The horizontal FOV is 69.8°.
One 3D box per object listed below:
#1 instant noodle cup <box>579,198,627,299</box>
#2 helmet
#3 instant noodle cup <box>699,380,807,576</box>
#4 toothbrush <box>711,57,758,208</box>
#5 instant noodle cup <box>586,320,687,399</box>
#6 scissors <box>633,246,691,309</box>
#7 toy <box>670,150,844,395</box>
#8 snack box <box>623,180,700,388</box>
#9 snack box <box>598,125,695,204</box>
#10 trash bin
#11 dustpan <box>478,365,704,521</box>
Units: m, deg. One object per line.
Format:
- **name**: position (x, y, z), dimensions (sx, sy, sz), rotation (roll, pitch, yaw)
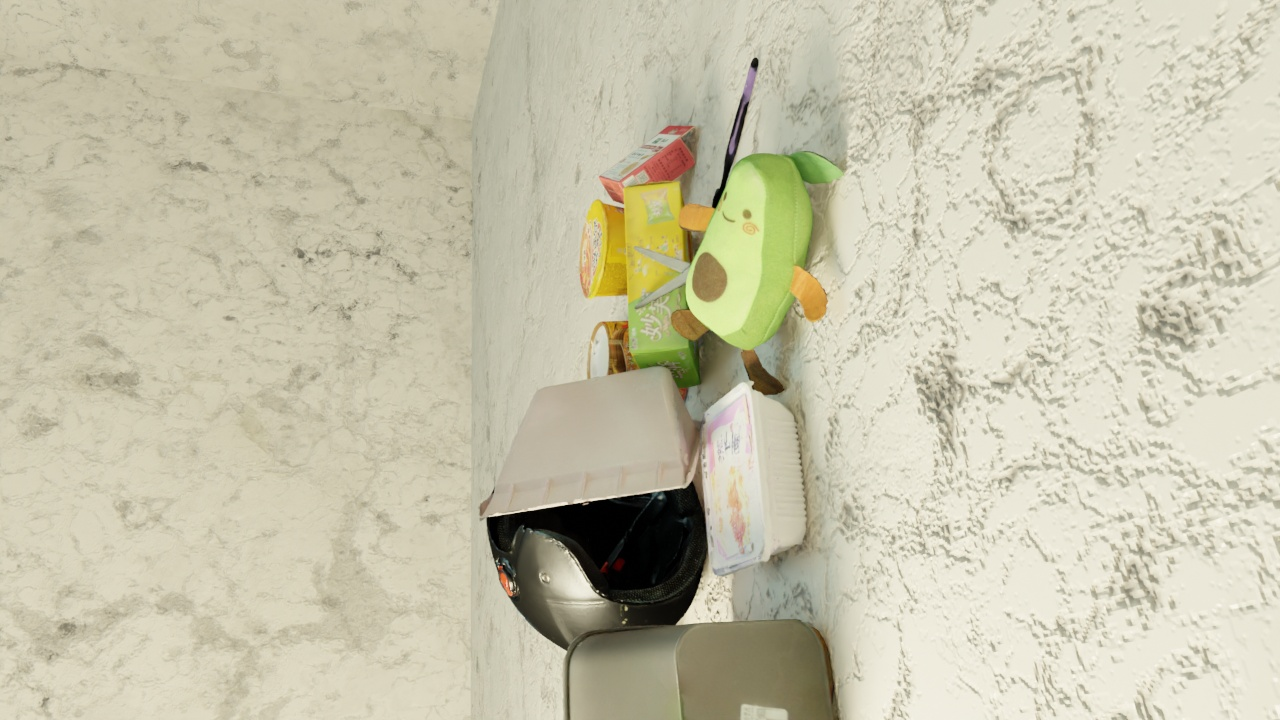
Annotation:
- **instant noodle cup**: position (-0.017, -0.151, 1.282), dimensions (0.138, 0.109, 0.138), rotation (-177, 91, -72)
- **helmet**: position (-0.056, 0.231, 1.103), dimensions (0.275, 0.232, 0.231), rotation (25, 126, 32)
- **instant noodle cup**: position (0.113, 0.120, 0.907), dimensions (0.138, 0.060, 0.173), rotation (131, 140, -63)
- **toothbrush**: position (0.109, -0.258, 1.069), dimensions (0.016, 0.014, 0.189), rotation (-93, 15, -61)
- **instant noodle cup**: position (-0.007, 0.007, 1.223), dimensions (0.138, 0.108, 0.138), rotation (-177, 91, -73)
- **scissors**: position (0.072, -0.098, 0.995), dimensions (0.162, 0.176, 0.012), rotation (-52, -22, 3)
- **toy**: position (0.103, -0.092, 0.894), dimensions (0.227, 0.089, 0.247), rotation (41, 131, 38)
- **snack box**: position (0.028, -0.086, 1.102), dimensions (0.158, 0.070, 0.209), rotation (63, -157, -71)
- **snack box**: position (0.016, -0.264, 1.243), dimensions (0.044, 0.127, 0.113), rotation (55, 176, -21)
- **trash bin**: position (0.057, 0.334, 0.846), dimensions (0.220, 0.198, 0.198), rotation (139, 132, -57)
- **dustpan**: position (-0.030, 0.114, 1.031), dimensions (0.272, 0.223, 0.139), rotation (-80, -23, -51)
